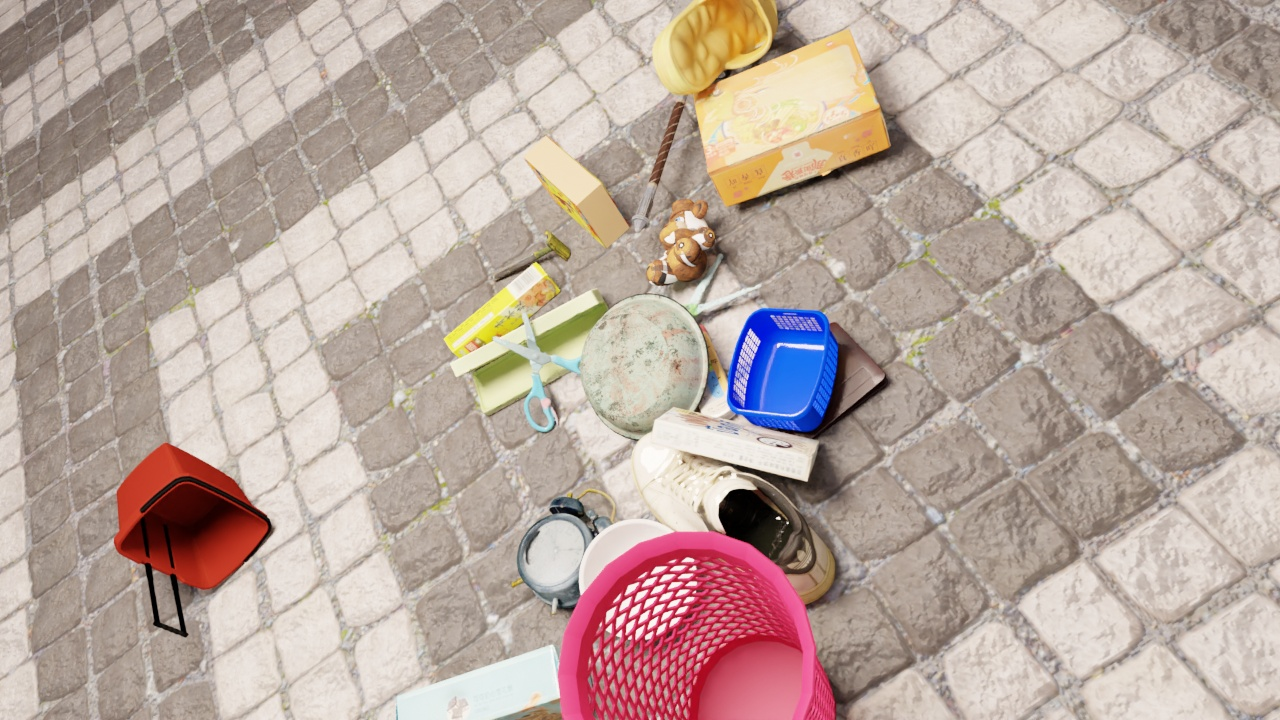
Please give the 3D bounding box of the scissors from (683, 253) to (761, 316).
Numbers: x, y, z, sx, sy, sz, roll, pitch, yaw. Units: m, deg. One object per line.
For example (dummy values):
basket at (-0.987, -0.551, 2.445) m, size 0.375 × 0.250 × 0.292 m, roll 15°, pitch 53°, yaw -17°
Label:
scissors at (0.054, -0.049, 1.012) m, size 0.172 × 0.023 × 0.168 m, roll -18°, pitch 39°, yaw 23°

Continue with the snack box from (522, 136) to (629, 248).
snack box at (-0.079, -0.207, 1.126) m, size 0.040 × 0.088 × 0.126 m, roll -42°, pitch 54°, yaw -3°

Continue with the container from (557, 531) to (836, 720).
container at (0.068, 0.256, 0.712) m, size 0.183 × 0.226 × 0.182 m, roll -11°, pitch 59°, yaw 19°

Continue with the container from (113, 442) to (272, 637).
container at (-0.517, 0.202, 1.060) m, size 0.127 × 0.148 × 0.201 m, roll -46°, pitch 45°, yaw -4°

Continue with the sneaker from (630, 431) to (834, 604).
sneaker at (0.069, 0.133, 0.857) m, size 0.242 × 0.102 × 0.088 m, roll 33°, pitch 79°, yaw 35°

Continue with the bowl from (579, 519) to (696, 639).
bowl at (-0.002, 0.209, 0.876) m, size 0.110 × 0.040 × 0.109 m, roll 0°, pitch 74°, yaw 0°

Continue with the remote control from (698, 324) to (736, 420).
remote control at (0.069, 0.013, 0.978) m, size 0.038 × 0.018 × 0.125 m, roll -27°, pitch 53°, yaw 9°

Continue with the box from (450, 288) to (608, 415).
box at (-0.123, -0.021, 1.065) m, size 0.188 × 0.089 × 0.077 m, roll -29°, pitch 24°, yaw 8°

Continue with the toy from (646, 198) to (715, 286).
toy at (0.048, -0.136, 1.041) m, size 0.087 × 0.067 × 0.112 m, roll -36°, pitch 45°, yaw 38°

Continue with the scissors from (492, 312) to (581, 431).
scissors at (-0.096, 0.007, 1.022) m, size 0.125 × 0.136 × 0.015 m, roll -14°, pitch 11°, yaw -7°

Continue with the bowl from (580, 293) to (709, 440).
bowl at (-0.006, 0.006, 0.965) m, size 0.158 × 0.038 × 0.157 m, roll -3°, pitch 85°, yaw 32°

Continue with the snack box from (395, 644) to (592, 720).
snack box at (-0.137, 0.322, 0.862) m, size 0.175 × 0.075 × 0.053 m, roll -22°, pitch 55°, yaw 11°

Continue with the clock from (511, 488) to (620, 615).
clock at (-0.070, 0.188, 0.924) m, size 0.090 × 0.052 × 0.129 m, roll 23°, pitch 70°, yaw 33°

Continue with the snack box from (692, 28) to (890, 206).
snack box at (0.170, -0.271, 1.051) m, size 0.195 × 0.080 × 0.145 m, roll -18°, pitch 52°, yaw 16°

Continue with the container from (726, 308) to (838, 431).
container at (0.143, 0.012, 0.903) m, size 0.096 × 0.058 × 0.114 m, roll 5°, pitch 69°, yaw 31°

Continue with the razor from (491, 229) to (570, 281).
razor at (-0.143, -0.125, 1.147) m, size 0.106 × 0.042 × 0.026 m, roll -23°, pitch 57°, yaw 22°

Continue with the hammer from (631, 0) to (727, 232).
hammer at (0.041, -0.290, 1.110) m, size 0.044 × 0.098 × 0.321 m, roll 3°, pitch 64°, yaw 31°

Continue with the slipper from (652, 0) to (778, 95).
slipper at (0.108, -0.399, 1.088) m, size 0.079 × 0.099 × 0.262 m, roll -7°, pitch 32°, yaw 44°

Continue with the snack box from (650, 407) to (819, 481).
snack box at (0.091, 0.077, 0.872) m, size 0.150 × 0.081 × 0.026 m, roll 12°, pitch 99°, yaw 14°

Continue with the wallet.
wallet at (0.176, 0.024, 0.924) m, size 0.115 × 0.018 × 0.091 m, roll -38°, pitch 54°, yaw 3°

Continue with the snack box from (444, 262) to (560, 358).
snack box at (-0.167, -0.055, 1.110) m, size 0.148 × 0.040 × 0.029 m, roll -40°, pitch 53°, yaw -1°
